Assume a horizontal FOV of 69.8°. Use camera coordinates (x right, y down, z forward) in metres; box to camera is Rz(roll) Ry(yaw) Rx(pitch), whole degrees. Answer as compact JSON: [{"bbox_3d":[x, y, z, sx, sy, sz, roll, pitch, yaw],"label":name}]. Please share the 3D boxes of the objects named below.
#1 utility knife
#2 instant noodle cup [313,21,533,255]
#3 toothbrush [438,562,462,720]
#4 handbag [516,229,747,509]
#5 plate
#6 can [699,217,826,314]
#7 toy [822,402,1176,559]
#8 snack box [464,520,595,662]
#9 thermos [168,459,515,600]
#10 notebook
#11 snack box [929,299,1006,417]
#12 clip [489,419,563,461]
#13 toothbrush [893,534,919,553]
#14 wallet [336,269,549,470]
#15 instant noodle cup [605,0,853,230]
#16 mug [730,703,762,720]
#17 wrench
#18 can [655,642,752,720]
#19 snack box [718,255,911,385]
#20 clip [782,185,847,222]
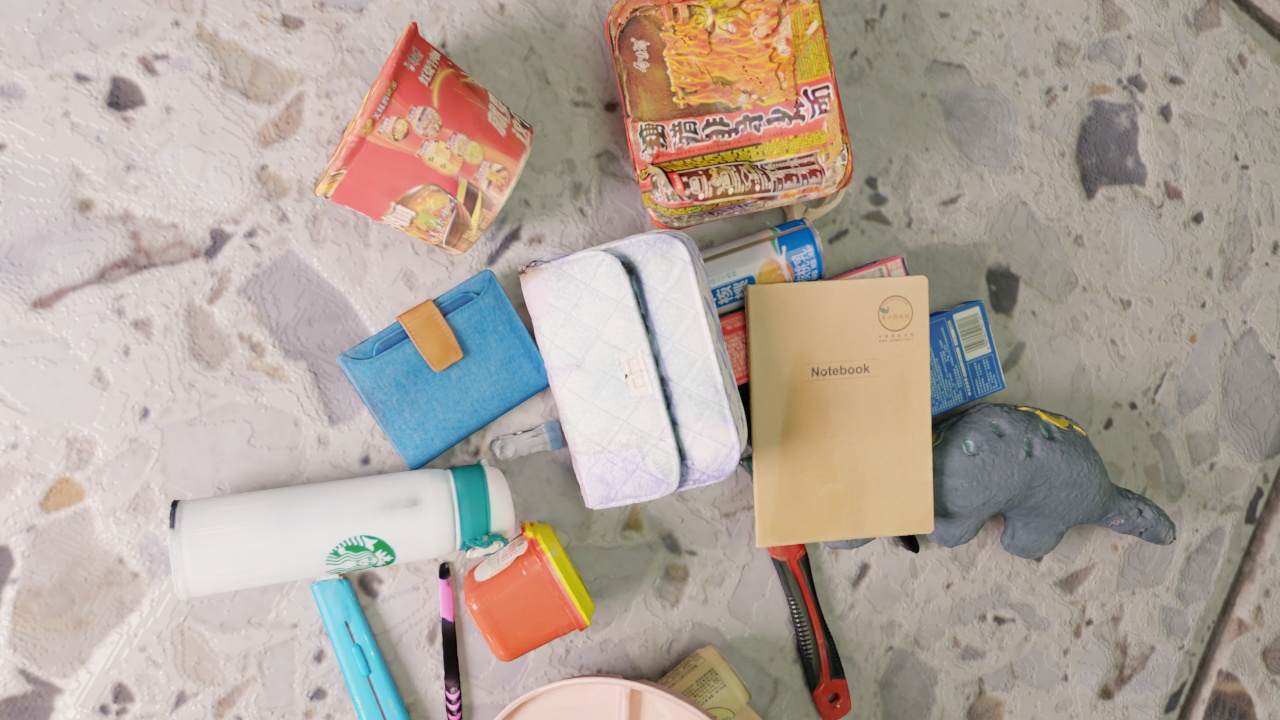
[{"bbox_3d":[-0.215,0.201,0.675,0.034,0.018,0.199,-22,94,-15],"label":"utility knife"},{"bbox_3d":[-0.146,-0.148,0.642,0.108,0.138,0.137,29,81,-23],"label":"instant noodle cup"},{"bbox_3d":[-0.143,0.249,0.697,0.014,0.018,0.189,-4,90,-11],"label":"toothbrush"},{"bbox_3d":[-0.004,0.004,0.679,0.134,0.075,0.194,-15,95,15],"label":"handbag"},{"bbox_3d":[-0.015,0.331,0.677,0.230,0.028,0.230,3,104,12],"label":"plate"},{"bbox_3d":[0.076,-0.069,0.734,0.134,0.053,0.053,-19,95,-4],"label":"can"},{"bbox_3d":[0.322,0.107,0.799,0.356,0.091,0.138,5,90,-16],"label":"toy"},{"bbox_3d":[-0.086,0.170,0.678,0.080,0.091,0.082,-29,98,-8],"label":"snack box"},{"bbox_3d":[-0.202,0.117,0.643,0.224,0.073,0.073,-5,91,-19],"label":"thermos"},{"bbox_3d":[0.158,0.040,0.722,0.147,0.008,0.207,-3,95,-6],"label":"notebook"},{"bbox_3d":[0.243,0.009,0.809,0.157,0.026,0.084,-18,95,-16],"label":"snack box"},{"bbox_3d":[-0.088,0.063,0.714,0.057,0.031,0.025,-12,95,-21],"label":"clip"},{"bbox_3d":[0.188,0.095,0.802,0.014,0.017,0.189,-40,98,-25],"label":"toothbrush"},{"bbox_3d":[-0.143,0.006,0.689,0.133,0.040,0.106,-33,103,-16],"label":"wallet"},{"bbox_3d":[0.066,-0.203,0.715,0.164,0.079,0.189,-11,92,1],"label":"instant noodle cup"},{"bbox_3d":[0.085,0.350,0.739,0.103,0.084,0.124,-43,77,-11],"label":"mug"},{"bbox_3d":[0.126,0.180,0.779,0.056,0.016,0.273,-23,96,-16],"label":"wrench"},{"bbox_3d":[0.027,0.282,0.726,0.116,0.058,0.058,-35,99,-14],"label":"can"},{"bbox_3d":[0.128,-0.028,0.760,0.207,0.057,0.058,-20,93,-16],"label":"snack box"},{"bbox_3d":[0.148,-0.126,0.778,0.092,0.035,0.103,-5,96,-16],"label":"clip"}]
